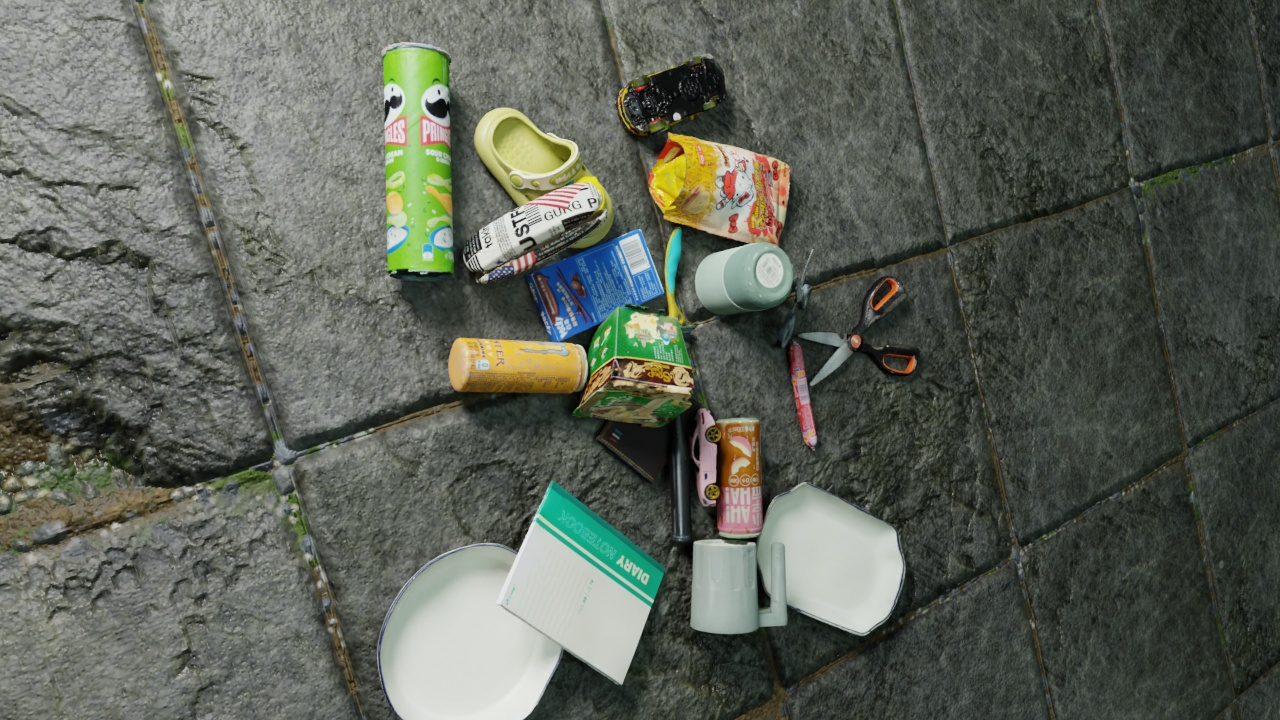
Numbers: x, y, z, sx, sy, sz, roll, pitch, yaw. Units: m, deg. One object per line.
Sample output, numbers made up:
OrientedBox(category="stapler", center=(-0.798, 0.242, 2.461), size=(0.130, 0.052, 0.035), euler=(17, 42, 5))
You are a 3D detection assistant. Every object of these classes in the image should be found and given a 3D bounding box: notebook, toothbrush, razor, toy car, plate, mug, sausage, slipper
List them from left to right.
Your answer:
OrientedBox(category="plate", center=(-0.182, 0.298, 0.982), size=(0.204, 0.046, 0.205), euler=(1, 88, -29))
OrientedBox(category="slipper", center=(-0.102, -0.206, 1.027), size=(0.190, 0.082, 0.091), euler=(43, 71, -19))
OrientedBox(category="notebook", center=(-0.060, 0.253, 1.036), size=(0.209, 0.012, 0.150), euler=(44, 55, -33))
OrientedBox(category="toy car", center=(0.041, -0.326, 1.134), size=(0.155, 0.041, 0.071), euler=(-29, 103, -26))
OrientedBox(category="razor", center=(0.045, -0.098, 1.135), size=(0.043, 0.028, 0.132), euler=(-7, 95, -53))
OrientedBox(category="toothbrush", center=(0.048, 0.116, 1.110), size=(0.026, 0.027, 0.213), euler=(-18, 109, -57))
OrientedBox(category="toy car", center=(0.078, 0.120, 1.127), size=(0.037, 0.056, 0.122), euler=(-1, 98, -3))
OrientedBox(category="mug", center=(0.122, 0.276, 1.131), size=(0.124, 0.084, 0.103), euler=(1, 86, -15))
OrientedBox(category="mug", center=(0.143, -0.104, 1.147), size=(0.111, 0.106, 0.082), euler=(-13, 94, -30))
OrientedBox(category="sausage", center=(0.218, 0.047, 1.236), size=(0.020, 0.020, 0.156), euler=(-13, 95, -30))
OrientedBox(category="plate", center=(0.252, 0.268, 1.238), size=(0.265, 0.034, 0.162), euler=(27, 76, -27))

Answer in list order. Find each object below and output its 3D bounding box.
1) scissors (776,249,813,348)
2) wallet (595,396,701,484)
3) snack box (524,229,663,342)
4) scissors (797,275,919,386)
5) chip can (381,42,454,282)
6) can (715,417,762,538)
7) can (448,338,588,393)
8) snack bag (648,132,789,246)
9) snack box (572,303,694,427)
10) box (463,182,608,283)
OrientedBox(category="scissors", center=(0.202, -0.078, 1.170), size=(0.159, 0.014, 0.172), euler=(-41, 154, -60))
OrientedBox(category="wallet", center=(0.011, 0.074, 1.117), size=(0.096, 0.020, 0.122), euler=(42, 67, -22))
OrientedBox(category="snack box", center=(-0.052, -0.089, 1.080), size=(0.156, 0.026, 0.084), euler=(-26, 101, -28))
OrientedBox(category="scissors", center=(0.320, -0.028, 1.295), size=(0.223, 0.022, 0.220), euler=(39, 70, -24))
OrientedBox(category="chip can", center=(-0.231, -0.203, 0.956), size=(0.072, 0.072, 0.236), euler=(-1, 89, -30))
OrientedBox(category="can", center=(0.124, 0.146, 1.155), size=(0.057, 0.058, 0.147), euler=(0, 88, -30))
OrientedBox(category="can", center=(-0.134, 0.007, 1.011), size=(0.145, 0.058, 0.058), euler=(2, 87, -30))
OrientedBox(category="snack bag", center=(0.111, -0.215, 1.166), size=(0.207, 0.073, 0.128), euler=(6, 85, -37))
OrientedBox(category="snack box", center=(-0.006, 0.006, 1.057), size=(0.118, 0.118, 0.105), euler=(11, 63, -23))
OrientedBox(category="box", center=(-0.108, -0.125, 0.995), size=(0.163, 0.074, 0.079), euler=(-26, 131, 1))
